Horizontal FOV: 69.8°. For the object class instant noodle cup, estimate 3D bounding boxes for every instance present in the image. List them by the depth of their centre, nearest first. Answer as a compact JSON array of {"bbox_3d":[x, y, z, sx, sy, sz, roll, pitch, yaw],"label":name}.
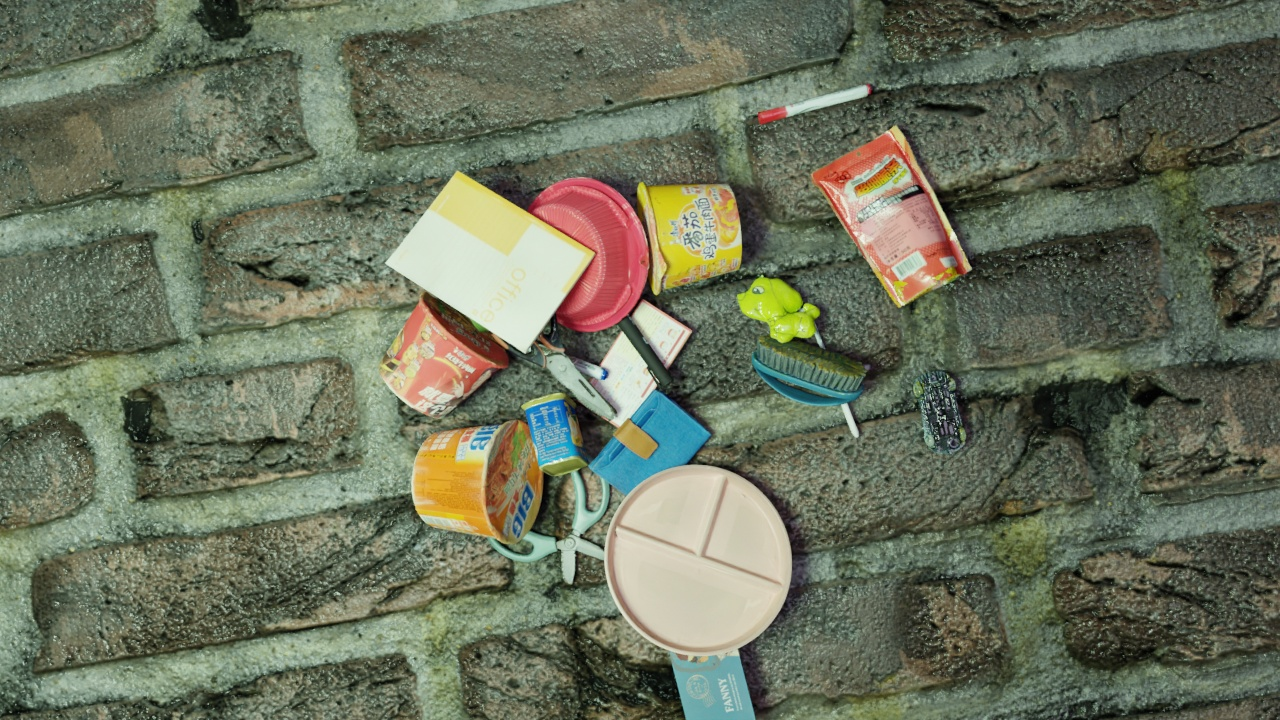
[{"bbox_3d":[-0.088,-0.126,1.127,0.194,0.065,0.194,8,105,29],"label":"instant noodle cup"},{"bbox_3d":[-0.202,0.147,1.128,0.112,0.151,0.151,-1,89,21],"label":"instant noodle cup"},{"bbox_3d":[0.060,-0.156,1.130,0.110,0.138,0.138,-8,89,-5],"label":"instant noodle cup"},{"bbox_3d":[-0.249,0.000,1.145,0.138,0.137,0.109,42,99,3],"label":"instant noodle cup"}]

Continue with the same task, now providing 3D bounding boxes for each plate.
[{"bbox_3d":[0.070,0.242,1.123,0.229,0.028,0.229,1,71,-4],"label":"plate"}]

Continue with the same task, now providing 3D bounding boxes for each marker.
[{"bbox_3d":[-0.003,-0.023,1.154,0.022,0.020,0.132,-34,84,-9],"label":"marker"},{"bbox_3d":[-0.109,-0.006,1.175,0.146,0.017,0.017,21,90,15],"label":"marker"},{"bbox_3d":[0.222,-0.328,1.175,0.145,0.017,0.017,-14,89,3],"label":"marker"}]

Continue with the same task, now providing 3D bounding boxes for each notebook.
[{"bbox_3d":[-0.176,-0.118,1.075,0.206,0.010,0.145,32,80,13],"label":"notebook"}]

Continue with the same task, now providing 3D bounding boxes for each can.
[{"bbox_3d":[-0.103,0.094,1.138,0.057,0.102,0.083,-16,75,3],"label":"can"}]

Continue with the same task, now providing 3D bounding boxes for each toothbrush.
[{"bbox_3d":[0.240,0.015,1.171,0.016,0.016,0.180,-22,88,10],"label":"toothbrush"}]

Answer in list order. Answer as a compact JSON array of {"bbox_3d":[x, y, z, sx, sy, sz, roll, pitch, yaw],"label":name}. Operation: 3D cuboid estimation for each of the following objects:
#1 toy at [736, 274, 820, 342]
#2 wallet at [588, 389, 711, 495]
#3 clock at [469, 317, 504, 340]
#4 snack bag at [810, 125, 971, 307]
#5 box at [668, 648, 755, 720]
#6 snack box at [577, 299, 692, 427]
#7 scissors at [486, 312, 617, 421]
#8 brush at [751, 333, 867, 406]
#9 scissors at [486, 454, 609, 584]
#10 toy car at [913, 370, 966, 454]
[{"bbox_3d":[0.175,-0.066,1.157,0.096,0.031,0.100,-11,61,-6],"label":"toy"},{"bbox_3d":[0.013,0.112,1.159,0.106,0.040,0.133,40,92,-23],"label":"wallet"},{"bbox_3d":[-0.205,-0.106,1.145,0.056,0.116,0.161,-27,84,-3],"label":"clock"},{"bbox_3d":[0.317,-0.178,1.148,0.128,0.073,0.208,-29,83,-2],"label":"snack bag"},{"bbox_3d":[0.085,0.383,1.152,0.090,0.063,0.184,-17,87,3],"label":"box"},{"bbox_3d":[-0.007,0.007,1.179,0.077,0.027,0.156,33,91,3],"label":"snack box"},{"bbox_3d":[-0.095,-0.012,1.116,0.209,0.015,0.182,9,94,-22],"label":"scissors"},{"bbox_3d":[0.207,0.019,1.148,0.144,0.055,0.074,20,123,16],"label":"brush"},{"bbox_3d":[-0.117,0.199,1.188,0.170,0.019,0.174,9,91,2],"label":"scissors"},{"bbox_3d":[0.375,0.066,1.154,0.049,0.031,0.105,-12,87,4],"label":"toy car"}]
